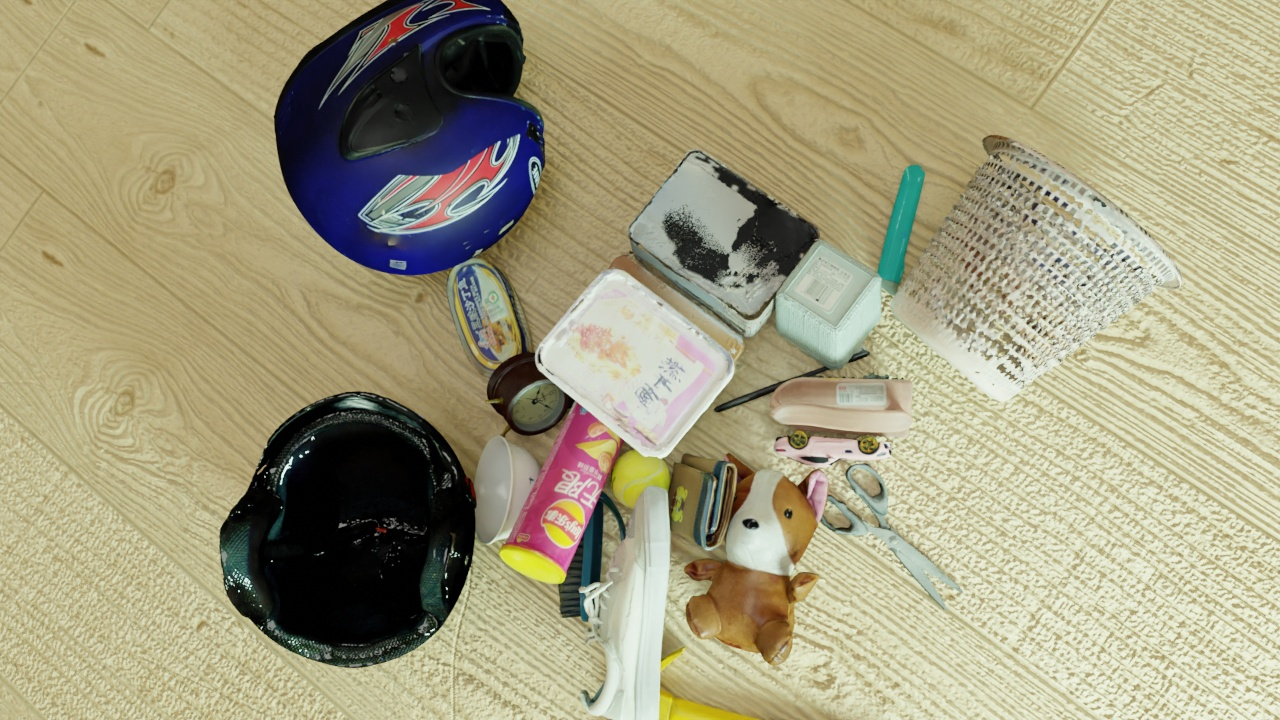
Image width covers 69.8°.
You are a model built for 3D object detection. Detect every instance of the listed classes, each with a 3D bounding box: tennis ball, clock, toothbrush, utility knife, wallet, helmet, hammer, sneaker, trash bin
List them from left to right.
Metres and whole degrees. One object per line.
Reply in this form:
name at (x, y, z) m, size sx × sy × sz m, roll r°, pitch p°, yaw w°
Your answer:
helmet at (-0.288, 0.173, 0.956) m, size 0.233 × 0.230 × 0.274 m, roll 2°, pitch 84°, yaw -5°
helmet at (-0.222, -0.232, 0.994) m, size 0.315 × 0.247 × 0.240 m, roll -38°, pitch 82°, yaw -8°
clock at (-0.112, 0.032, 1.015) m, size 0.121 × 0.082 × 0.055 m, roll -28°, pitch 43°, yaw -13°
sneaker at (-0.017, 0.247, 0.942) m, size 0.091 × 0.089 × 0.242 m, roll 5°, pitch 88°, yaw 2°
tennis ball at (0.000, 0.129, 0.996) m, size 0.065 × 0.065 × 0.065 m, roll -1°, pitch 82°, yaw 9°
wallet at (0.060, 0.144, 0.961) m, size 0.033 × 0.115 × 0.090 m, roll 15°, pitch 86°, yaw -17°
hammer at (0.128, 0.389, 0.958) m, size 0.301 × 0.033 × 0.128 m, roll 11°, pitch 86°, yaw 11°
toothbrush at (0.164, 0.020, 1.008) m, size 0.181 × 0.015 × 0.018 m, roll -23°, pitch 73°, yaw 5°
utility knife at (0.287, -0.144, 1.010) m, size 0.029 × 0.013 × 0.151 m, roll 15°, pitch 83°, yaw 8°
trash bin at (0.363, -0.075, 0.900) m, size 0.227 × 0.227 × 0.192 m, roll 42°, pitch 103°, yaw 12°

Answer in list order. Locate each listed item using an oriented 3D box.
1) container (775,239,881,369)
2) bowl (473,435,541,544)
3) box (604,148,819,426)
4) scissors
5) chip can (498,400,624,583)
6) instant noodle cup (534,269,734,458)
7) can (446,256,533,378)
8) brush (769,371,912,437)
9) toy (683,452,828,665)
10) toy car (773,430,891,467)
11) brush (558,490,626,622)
container at (0.196, -0.060, 0.956) m, size 0.090 × 0.111 × 0.090 m, roll 36°, pitch 83°, yaw 19°
bowl at (-0.135, 0.145, 1.009) m, size 0.064 × 0.118 × 0.118 m, roll 10°, pitch 83°, yaw -27°
box at (0.051, -0.071, 1.005) m, size 0.179 × 0.105 × 0.260 m, roll 37°, pitch 84°, yaw 11°
scissors at (0.268, 0.183, 0.971) m, size 0.168 × 0.014 × 0.156 m, roll 5°, pitch 85°, yaw 10°
chip can at (-0.070, 0.123, 0.961) m, size 0.071 × 0.071 × 0.210 m, roll 18°, pitch 60°, yaw 11°
instant noodle cup at (-0.006, 0.006, 0.947) m, size 0.173 × 0.060 × 0.138 m, roll 39°, pitch 80°, yaw 8°
can at (-0.173, -0.046, 1.055) m, size 0.075 × 0.049 × 0.148 m, roll -21°, pitch 80°, yaw 7°
brush at (0.209, 0.048, 0.962) m, size 0.146 × 0.073 × 0.063 m, roll 3°, pitch 111°, yaw 10°
toy at (0.118, 0.199, 0.945) m, size 0.140 × 0.130 × 0.199 m, roll 13°, pitch 76°, yaw 21°
toy car at (0.202, 0.096, 0.970) m, size 0.122 × 0.056 × 0.037 m, roll 3°, pitch 84°, yaw 12°
brush at (-0.049, 0.211, 0.998) m, size 0.073 × 0.055 × 0.143 m, roll 1°, pitch 83°, yaw 10°
